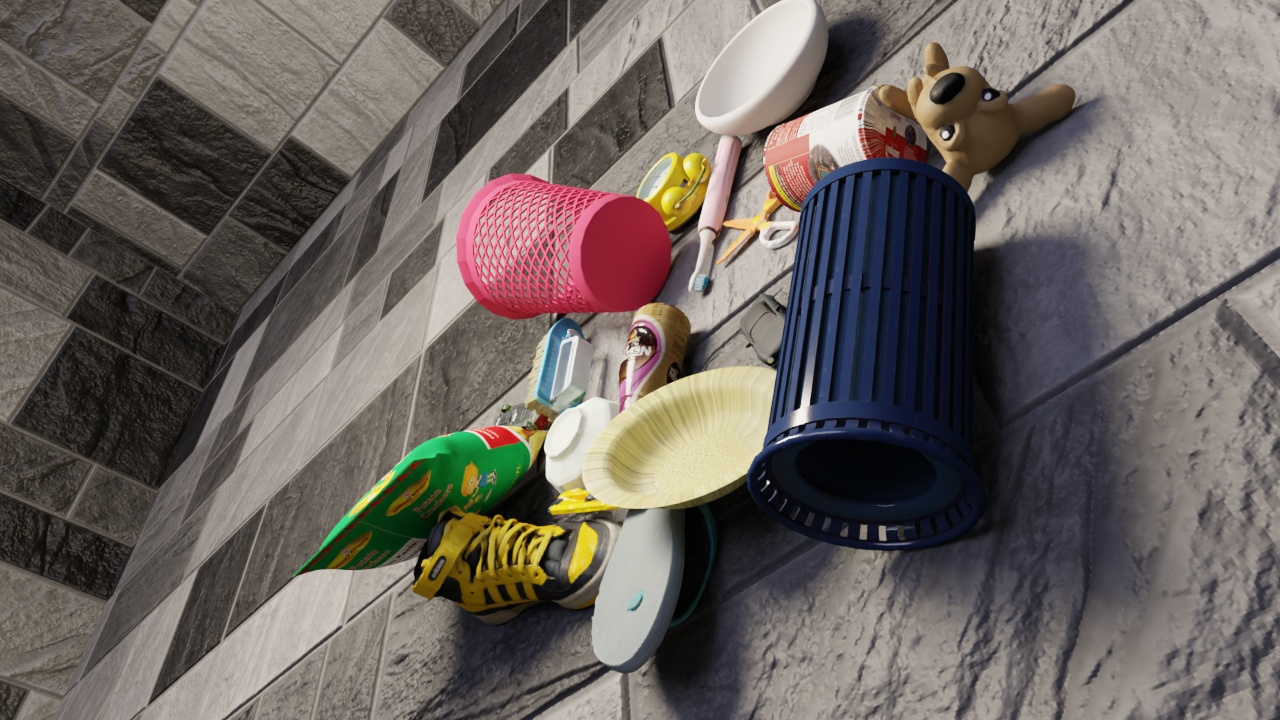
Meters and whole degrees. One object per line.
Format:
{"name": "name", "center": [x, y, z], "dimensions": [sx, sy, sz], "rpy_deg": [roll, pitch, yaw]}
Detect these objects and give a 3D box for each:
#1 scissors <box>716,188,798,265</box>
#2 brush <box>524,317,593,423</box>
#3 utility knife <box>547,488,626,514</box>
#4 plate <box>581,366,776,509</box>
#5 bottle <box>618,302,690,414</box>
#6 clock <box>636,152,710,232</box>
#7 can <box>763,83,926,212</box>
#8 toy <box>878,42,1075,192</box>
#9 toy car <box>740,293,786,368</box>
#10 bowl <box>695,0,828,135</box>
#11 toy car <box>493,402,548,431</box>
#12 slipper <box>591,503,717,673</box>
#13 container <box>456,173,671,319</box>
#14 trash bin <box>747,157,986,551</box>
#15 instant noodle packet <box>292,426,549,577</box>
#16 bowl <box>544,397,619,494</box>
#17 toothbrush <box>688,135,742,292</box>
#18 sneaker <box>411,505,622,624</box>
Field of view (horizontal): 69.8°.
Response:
{"name": "scissors", "center": [0.124, -0.139, 0.934], "dimensions": [0.125, 0.011, 0.128], "rpy_deg": [-46, 30, 14]}
{"name": "brush", "center": [-0.085, 0.001, 1.051], "dimensions": [0.076, 0.055, 0.135], "rpy_deg": [-37, 33, 38]}
{"name": "utility knife", "center": [-0.026, 0.121, 0.814], "dimensions": [0.192, 0.018, 0.030], "rpy_deg": [-13, 36, 50]}
{"name": "plate", "center": [0.045, 0.071, 0.738], "dimensions": [0.184, 0.036, 0.184], "rpy_deg": [-20, 24, 10]}
{"name": "bottle", "center": [0.005, 0.024, 0.887], "dimensions": [0.060, 0.059, 0.165], "rpy_deg": [-22, 42, 44]}
{"name": "clock", "center": [0.044, -0.198, 1.064], "dimensions": [0.083, 0.057, 0.119], "rpy_deg": [-61, 23, -12]}
{"name": "can", "center": [0.181, -0.187, 0.820], "dimensions": [0.117, 0.086, 0.086], "rpy_deg": [-8, 53, 53]}
{"name": "toy", "center": [0.250, -0.195, 0.728], "dimensions": [0.134, 0.105, 0.108], "rpy_deg": [-42, 42, 14]}
{"name": "toy car", "center": [0.111, -0.029, 0.797], "dimensions": [0.046, 0.034, 0.112], "rpy_deg": [-53, 15, 13]}
{"name": "bowl", "center": [0.146, -0.317, 1.030], "dimensions": [0.177, 0.066, 0.176], "rpy_deg": [-37, 34, 29]}
{"name": "toy car", "center": [-0.139, 0.072, 1.077], "dimensions": [0.091, 0.036, 0.042], "rpy_deg": [-22, 42, 46]}
{"name": "slipper", "center": [0.019, 0.152, 0.759], "dimensions": [0.098, 0.054, 0.268], "rpy_deg": [-38, 22, 32]}
{"name": "container", "center": [-0.083, -0.129, 1.084], "dimensions": [0.226, 0.183, 0.183], "rpy_deg": [12, 70, 51]}
{"name": "trash bin", "center": [0.160, -0.015, 0.624], "dimensions": [0.140, 0.139, 0.248], "rpy_deg": [-24, 39, 42]}
{"name": "instant noodle packet", "center": [-0.214, 0.142, 0.963], "dimensions": [0.196, 0.252, 0.090], "rpy_deg": [-42, 76, 22]}
{"name": "bowl", "center": [-0.055, 0.085, 0.915], "dimensions": [0.118, 0.061, 0.117], "rpy_deg": [-38, 33, 30]}
{"name": "toothbrush", "center": [0.081, -0.163, 1.009], "dimensions": [0.027, 0.027, 0.222], "rpy_deg": [3, 57, 19]}
{"name": "sneaker", "center": [-0.122, 0.180, 0.851], "dimensions": [0.239, 0.122, 0.085], "rpy_deg": [-29, 40, 40]}
